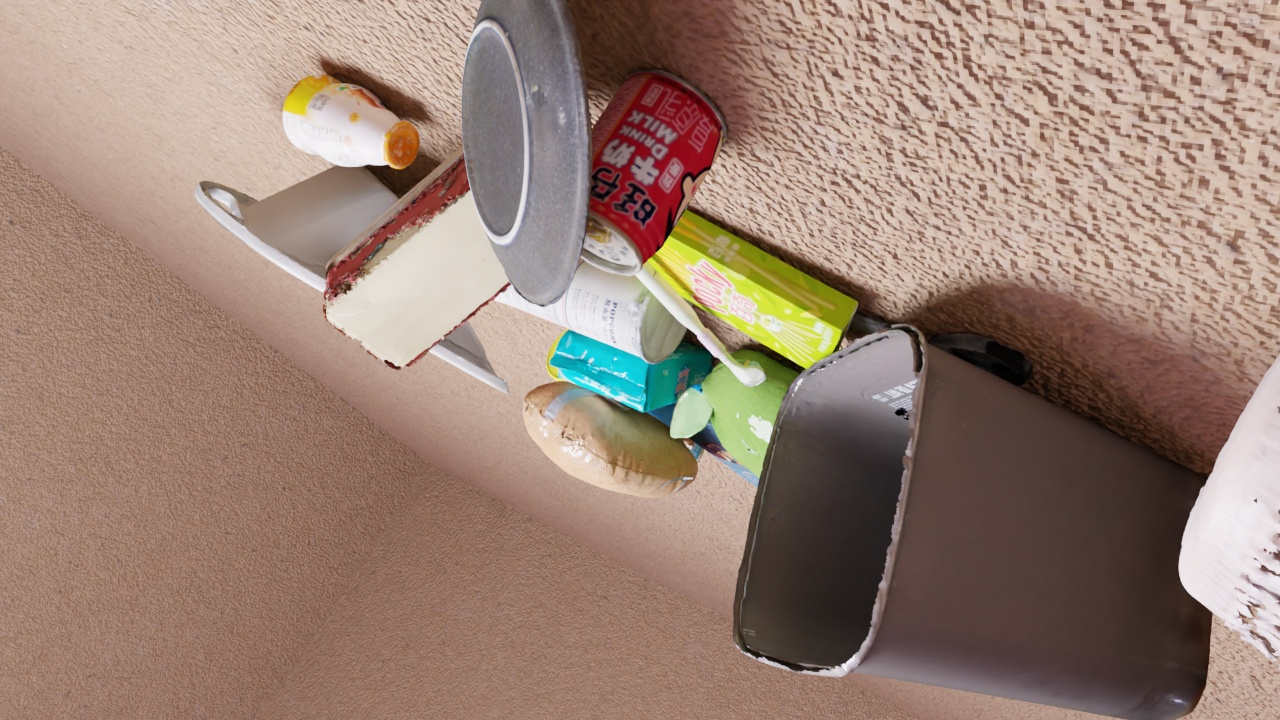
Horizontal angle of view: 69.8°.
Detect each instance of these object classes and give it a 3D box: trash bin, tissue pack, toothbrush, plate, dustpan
[{"bbox_3d":[0.201,0.112,0.563,0.219,0.198,0.199,17,164,-10],"label":"trash bin"},{"bbox_3d":[-0.005,0.005,0.789,0.093,0.050,0.133,21,-166,28],"label":"tissue pack"},{"bbox_3d":[0.298,0.062,0.280,0.192,0.227,0.227,34,169,39],"label":"trash bin"},{"bbox_3d":[0.024,-0.044,0.645,0.189,0.020,0.029,43,157,-26],"label":"toothbrush"},{"bbox_3d":[-0.068,-0.116,0.477,0.024,0.179,0.180,-7,179,-24],"label":"plate"},{"bbox_3d":[-0.265,-0.075,0.831,0.223,0.142,0.258,39,157,54],"label":"dustpan"}]

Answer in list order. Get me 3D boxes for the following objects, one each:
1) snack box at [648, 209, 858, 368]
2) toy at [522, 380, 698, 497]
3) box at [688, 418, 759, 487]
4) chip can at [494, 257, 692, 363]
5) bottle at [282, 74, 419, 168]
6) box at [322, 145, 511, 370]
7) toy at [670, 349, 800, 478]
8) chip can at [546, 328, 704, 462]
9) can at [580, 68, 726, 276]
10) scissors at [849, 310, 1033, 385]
[{"bbox_3d":[0.067,-0.051,0.623,0.156,0.026,0.086,31,163,13],"label":"snack box"},{"bbox_3d":[-0.007,0.081,0.856,0.143,0.082,0.225,38,-171,40],"label":"toy"},{"bbox_3d":[0.122,0.084,0.872,0.184,0.061,0.090,38,163,-16],"label":"box"},{"bbox_3d":[-0.066,-0.064,0.752,0.215,0.071,0.071,21,161,31],"label":"chip can"},{"bbox_3d":[-0.220,-0.178,0.703,0.108,0.063,0.063,24,162,25],"label":"bottle"},{"bbox_3d":[-0.152,-0.074,0.682,0.091,0.168,0.080,43,-164,-36],"label":"box"},{"bbox_3d":[0.149,0.073,0.737,0.247,0.089,0.228,35,139,12],"label":"toy"},{"bbox_3d":[-0.010,0.045,0.970,0.071,0.071,0.210,15,157,44],"label":"chip can"},{"bbox_3d":[-0.003,-0.100,0.497,0.066,0.093,0.066,29,164,9],"label":"can"},{"bbox_3d":[0.165,-0.020,0.586,0.172,0.014,0.147,38,163,-11],"label":"scissors"}]
